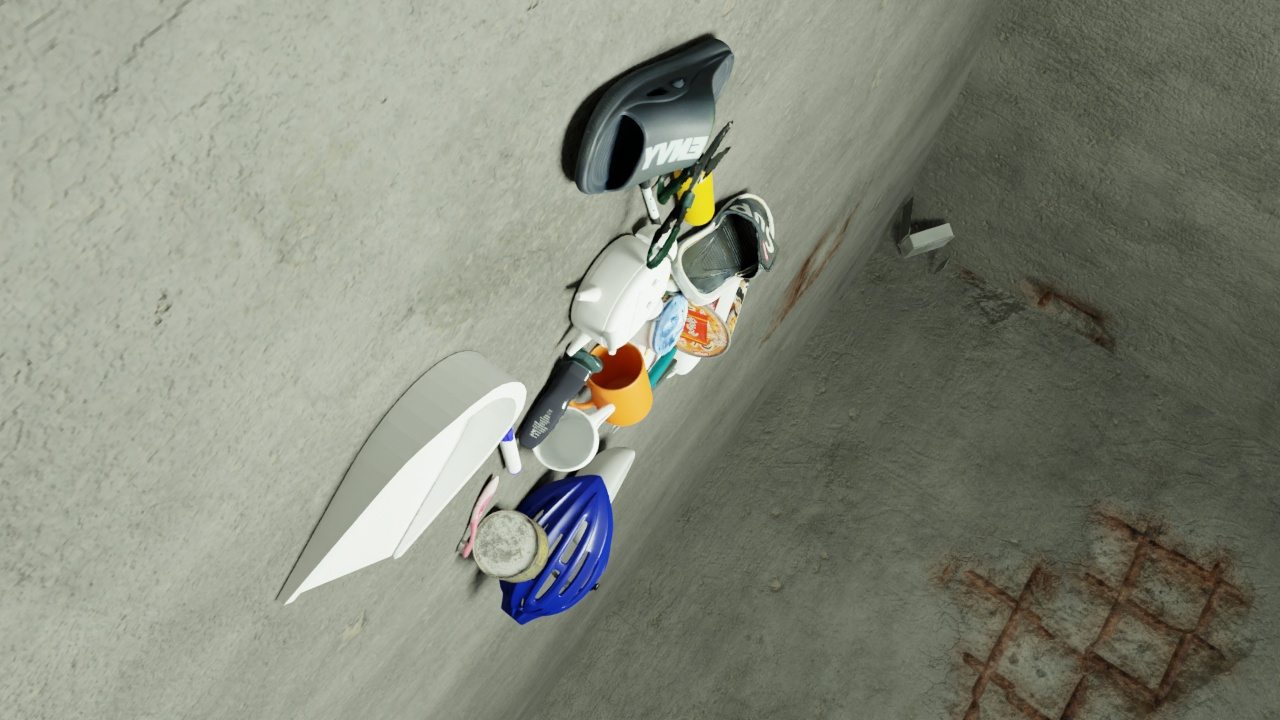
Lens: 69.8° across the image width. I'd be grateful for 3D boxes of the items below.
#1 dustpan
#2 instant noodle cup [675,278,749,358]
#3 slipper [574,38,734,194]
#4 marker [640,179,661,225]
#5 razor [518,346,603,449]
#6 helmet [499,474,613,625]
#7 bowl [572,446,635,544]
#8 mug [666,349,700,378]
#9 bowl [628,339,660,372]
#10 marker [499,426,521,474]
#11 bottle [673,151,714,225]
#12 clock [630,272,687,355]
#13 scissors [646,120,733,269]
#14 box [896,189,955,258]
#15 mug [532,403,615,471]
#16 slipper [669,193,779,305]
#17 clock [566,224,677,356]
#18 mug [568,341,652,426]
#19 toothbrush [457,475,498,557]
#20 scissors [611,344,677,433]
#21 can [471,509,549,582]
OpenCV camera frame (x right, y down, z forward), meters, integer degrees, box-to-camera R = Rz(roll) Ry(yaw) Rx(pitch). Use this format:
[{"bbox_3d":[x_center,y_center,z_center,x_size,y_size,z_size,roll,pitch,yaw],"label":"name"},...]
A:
[{"bbox_3d":[-0.204,0.114,0.868,0.258,0.053,0.191,-59,166,10],"label":"dustpan"},{"bbox_3d":[0.097,-0.089,1.334,0.121,0.123,0.124,-58,170,-33],"label":"instant noodle cup"},{"bbox_3d":[0.033,-0.219,0.862,0.267,0.083,0.111,-45,165,-43],"label":"slipper"},{"bbox_3d":[0.012,-0.177,1.032,0.011,0.011,0.152,-55,166,-6],"label":"marker"},{"bbox_3d":[-0.101,0.047,1.105,0.143,0.047,0.052,-55,-169,7],"label":"razor"},{"bbox_3d":[-0.113,0.280,1.364,0.241,0.148,0.227,-55,162,-5],"label":"helmet"},{"bbox_3d":[-0.078,0.210,1.487,0.176,0.066,0.177,-61,175,-10],"label":"bowl"},{"bbox_3d":[0.058,-0.023,1.434,0.115,0.068,0.094,-50,165,-23],"label":"mug"},{"bbox_3d":[-0.008,0.008,1.311,0.114,0.050,0.115,-52,166,-19],"label":"bowl"},{"bbox_3d":[-0.155,0.104,1.088,0.020,0.020,0.142,-51,166,-22],"label":"marker"},{"bbox_3d":[0.063,-0.206,1.074,0.043,0.043,0.144,-54,167,-8],"label":"bottle"},{"bbox_3d":[0.024,-0.066,1.230,0.088,0.052,0.126,-48,150,-40],"label":"clock"},{"bbox_3d":[0.052,-0.196,0.939,0.210,0.015,0.137,128,-26,-51],"label":"scissors"},{"bbox_3d":[1.071,-0.540,3.545,0.169,0.231,0.167,-18,173,0],"label":"box"},{"bbox_3d":[-0.079,0.092,1.175,0.114,0.081,0.087,-35,171,-1],"label":"mug"},{"bbox_3d":[0.134,-0.162,1.279,0.063,0.111,0.263,-22,-169,45],"label":"slipper"},{"bbox_3d":[-0.014,-0.075,1.048,0.160,0.073,0.126,-47,164,-34],"label":"clock"},{"bbox_3d":[-0.044,0.036,1.204,0.112,0.077,0.096,-20,148,-4],"label":"mug"},{"bbox_3d":[-0.204,0.194,1.148,0.021,0.016,0.135,-33,151,-60],"label":"toothbrush"},{"bbox_3d":[0.011,0.036,1.290,0.155,0.019,0.125,-61,164,25],"label":"scissors"},{"bbox_3d":[-0.171,0.248,1.220,0.089,0.090,0.075,-54,166,-11],"label":"can"}]
